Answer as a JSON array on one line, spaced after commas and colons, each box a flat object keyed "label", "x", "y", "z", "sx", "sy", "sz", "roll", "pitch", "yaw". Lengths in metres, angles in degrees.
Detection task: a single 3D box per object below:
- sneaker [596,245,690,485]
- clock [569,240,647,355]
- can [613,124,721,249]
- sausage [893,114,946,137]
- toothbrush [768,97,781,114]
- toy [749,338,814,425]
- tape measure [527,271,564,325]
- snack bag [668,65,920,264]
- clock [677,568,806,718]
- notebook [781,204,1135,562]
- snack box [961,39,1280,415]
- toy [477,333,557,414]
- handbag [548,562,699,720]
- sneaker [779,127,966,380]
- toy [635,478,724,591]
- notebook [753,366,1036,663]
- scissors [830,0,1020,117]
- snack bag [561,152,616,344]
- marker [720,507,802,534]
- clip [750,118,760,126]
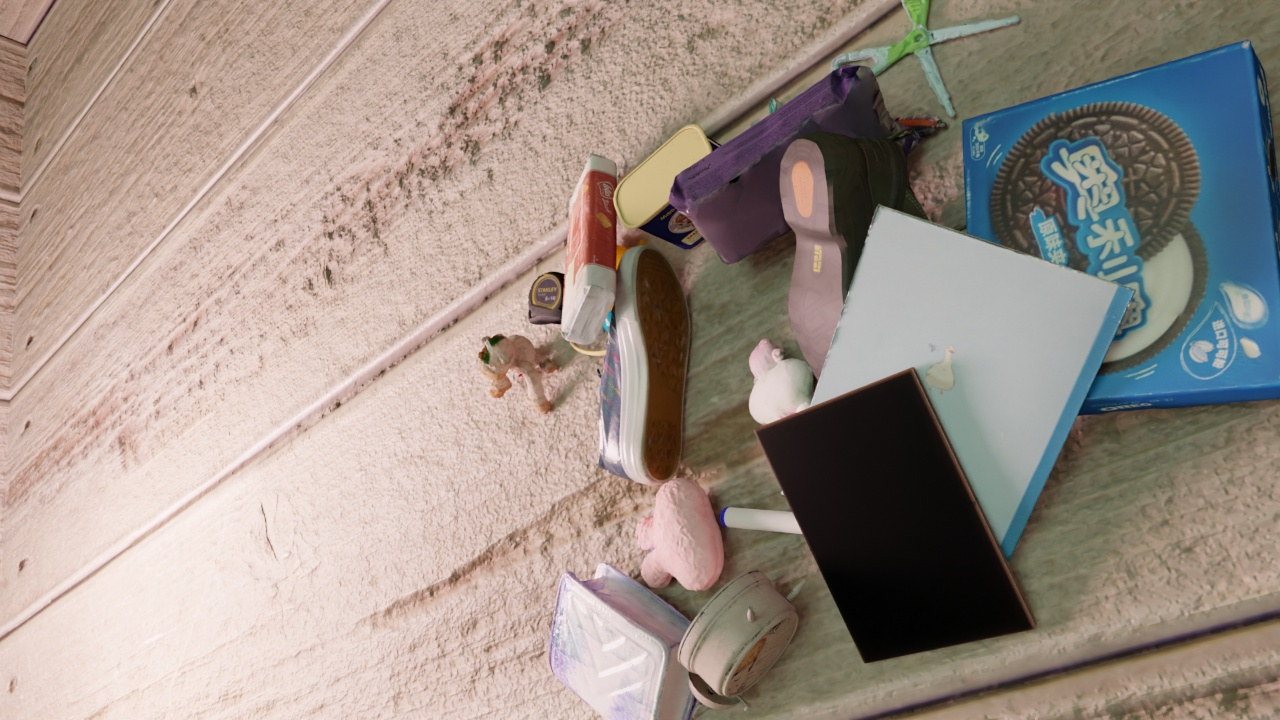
[{"label": "sneaker", "x": -0.005, "y": 0.005, "z": 0.913, "sx": 0.079, "sy": 0.087, "sz": 0.235, "roll": -5, "pitch": 84, "yaw": 41}, {"label": "clock", "x": -0.035, "y": -0.067, "z": 0.980, "sx": 0.099, "sy": 0.043, "sz": 0.129, "roll": 7, "pitch": 78, "yaw": 41}, {"label": "can", "x": 0.048, "y": -0.164, "z": 0.898, "sx": 0.116, "sy": 0.092, "sz": 0.056, "roll": -36, "pitch": 59, "yaw": 29}, {"label": "sausage", "x": 0.200, "y": -0.206, "z": 0.828, "sx": 0.156, "sy": 0.020, "sz": 0.020, "roll": 6, "pitch": 83, "yaw": 41}, {"label": "toothbrush", "x": 0.125, "y": -0.190, "z": 0.888, "sx": 0.022, "sy": 0.017, "sz": 0.135, "roll": 2, "pitch": 81, "yaw": 27}, {"label": "toy", "x": 0.130, "y": 0.034, "z": 0.818, "sx": 0.079, "sy": 0.038, "sz": 0.122, "roll": -57, "pitch": 45, "yaw": 44}, {"label": "tape measure", "x": -0.097, "y": -0.069, "z": 1.036, "sx": 0.062, "sy": 0.034, "sz": 0.061, "roll": 5, "pitch": 86, "yaw": 40}, {"label": "snack bag", "x": 0.130, "y": -0.163, "z": 0.798, "sx": 0.206, "sy": 0.096, "sz": 0.058, "roll": -30, "pitch": 35, "yaw": 26}, {"label": "clock", "x": 0.081, "y": 0.251, "z": 0.777, "sx": 0.061, "sy": 0.103, "sz": 0.157, "roll": 38, "pitch": 119, "yaw": 32}, {"label": "notebook", "x": 0.219, "y": 0.033, "z": 0.678, "sx": 0.181, "sy": 0.009, "sz": 0.254, "roll": 25, "pitch": 116, "yaw": 24}, {"label": "snack box", "x": 0.340, "y": -0.082, "z": 0.657, "sx": 0.196, "sy": 0.056, "sz": 0.238, "roll": -9, "pitch": 74, "yaw": 40}, {"label": "toy", "x": -0.142, "y": 0.008, "z": 1.014, "sx": 0.085, "sy": 0.106, "sz": 0.074, "roll": 30, "pitch": 79, "yaw": 33}, {"label": "handbag", "x": -0.016, "y": 0.280, "z": 0.871, "sx": 0.159, "sy": 0.069, "sz": 0.126, "roll": 24, "pitch": 110, "yaw": 41}, {"label": "sneaker", "x": 0.200, "y": -0.080, "z": 0.760, "sx": 0.101, "sy": 0.142, "sz": 0.238, "roll": 26, "pitch": 131, "yaw": 61}, {"label": "toy", "x": 0.033, "y": 0.169, "z": 0.864, "sx": 0.105, "sy": 0.053, "sz": 0.108, "roll": -36, "pitch": 59, "yaw": 41}, {"label": "notebook", "x": 0.191, "y": 0.125, "z": 0.708, "sx": 0.142, "sy": 0.008, "sz": 0.209, "roll": -26, "pitch": 89, "yaw": 34}, {"label": "scissors", "x": 0.244, "y": -0.281, "z": 0.815, "sx": 0.173, "sy": 0.023, "sz": 0.171, "roll": -23, "pitch": 63, "yaw": 29}, {"label": "snack bag", "x": -0.051, "y": -0.119, "z": 0.941, "sx": 0.224, "sy": 0.041, "sz": 0.078, "roll": -89, "pitch": 22, "yaw": -46}, {"label": "marker", "x": 0.134, "y": 0.143, "z": 0.803, "sx": 0.142, "sy": 0.020, "sz": 0.020, "roll": -3, "pitch": 78, "yaw": 40}, {"label": "clip", "x": 0.131, "y": -0.179, "z": 0.869, "sx": 0.102, "sy": 0.045, "sz": 0.055, "roll": 43, "pitch": 95, "yaw": 26}]
